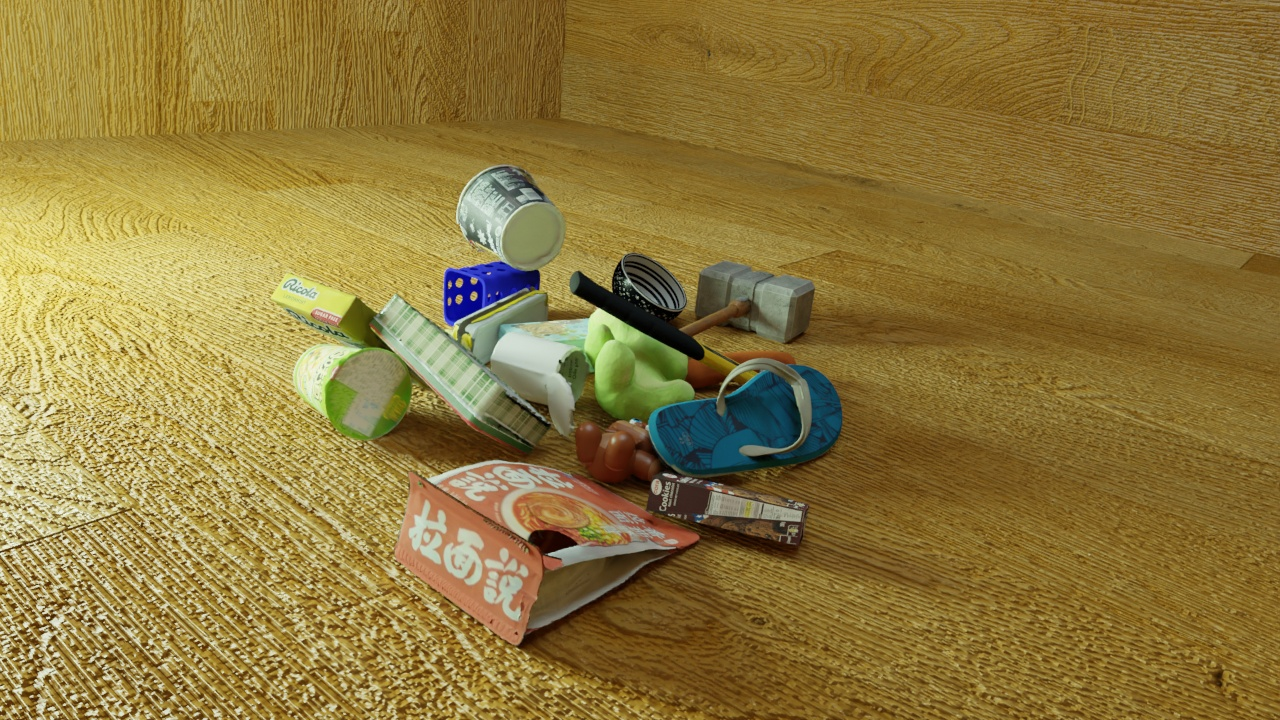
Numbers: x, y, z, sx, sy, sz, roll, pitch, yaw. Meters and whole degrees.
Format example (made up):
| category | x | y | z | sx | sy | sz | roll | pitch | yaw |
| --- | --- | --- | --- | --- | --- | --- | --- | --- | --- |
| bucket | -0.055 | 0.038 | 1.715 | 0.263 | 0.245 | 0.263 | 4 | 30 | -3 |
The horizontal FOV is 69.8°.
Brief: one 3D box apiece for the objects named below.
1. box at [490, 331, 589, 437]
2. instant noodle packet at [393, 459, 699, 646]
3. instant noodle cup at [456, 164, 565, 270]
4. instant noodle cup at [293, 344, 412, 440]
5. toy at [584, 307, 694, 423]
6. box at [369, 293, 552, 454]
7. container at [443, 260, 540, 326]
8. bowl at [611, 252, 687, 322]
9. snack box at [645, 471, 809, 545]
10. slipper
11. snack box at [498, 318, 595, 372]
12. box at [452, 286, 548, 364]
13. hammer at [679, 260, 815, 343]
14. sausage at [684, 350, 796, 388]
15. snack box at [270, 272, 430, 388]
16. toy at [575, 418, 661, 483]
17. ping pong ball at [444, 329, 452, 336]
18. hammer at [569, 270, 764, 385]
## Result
| category | x | y | z | sx | sy | sz | roll | pitch | yaw |
| --- | --- | --- | --- | --- | --- | --- | --- | --- | --- |
| box | -0.110 | 0.026 | 1.045 | 0.156 | 0.084 | 0.125 | 12 | 22 | 24 |
| instant noodle packet | -0.073 | 0.146 | 0.792 | 0.164 | 0.084 | 0.220 | 21 | 14 | 37 |
| instant noodle cup | -0.178 | -0.196 | 1.311 | 0.137 | 0.137 | 0.112 | -10 | 34 | -34 |
| instant noodle cup | -0.315 | 0.026 | 0.984 | 0.098 | 0.099 | 0.108 | -15 | 20 | -42 |
| toy | -0.006 | 0.006 | 1.085 | 0.150 | 0.107 | 0.196 | 31 | 12 | -8 |
| box | -0.190 | 0.016 | 0.967 | 0.205 | 0.051 | 0.117 | 38 | -5 | 31 |
| container | -0.212 | -0.094 | 1.320 | 0.084 | 0.085 | 0.113 | 20 | 24 | 33 |
| bowl | 0.003 | -0.097 | 1.387 | 0.120 | 0.067 | 0.120 | 28 | 33 | -21 |
| snack box | 0.081 | 0.135 | 0.846 | 0.141 | 0.032 | 0.051 | 11 | 1 | 14 |
| slipper | 0.133 | 0.058 | 0.975 | 0.294 | 0.060 | 0.118 | -11 | 66 | -41 |
| snack box | -0.092 | -0.018 | 1.196 | 0.174 | 0.053 | 0.075 | -6 | 25 | -25 |
| box | -0.185 | -0.046 | 1.230 | 0.037 | 0.064 | 0.209 | 13 | 23 | 18 |
| hammer | 0.112 | -0.062 | 1.315 | 0.163 | 0.083 | 0.316 | 17 | 24 | 28 |
| sausage | 0.131 | 0.010 | 1.188 | 0.164 | 0.045 | 0.039 | -4 | 48 | -24 |
| snack box | -0.321 | -0.028 | 1.056 | 0.121 | 0.045 | 0.181 | 19 | -17 | 30 |
| toy | -0.009 | 0.085 | 0.938 | 0.095 | 0.065 | 0.127 | 22 | 21 | 29 |
| ping pong ball | -0.248 | -0.020 | 1.178 | 0.040 | 0.040 | 0.040 | 5 | 21 | -2 |
| hammer | 0.057 | -0.016 | 1.062 | 0.323 | 0.029 | 0.127 | 28 | 22 | -24 |
